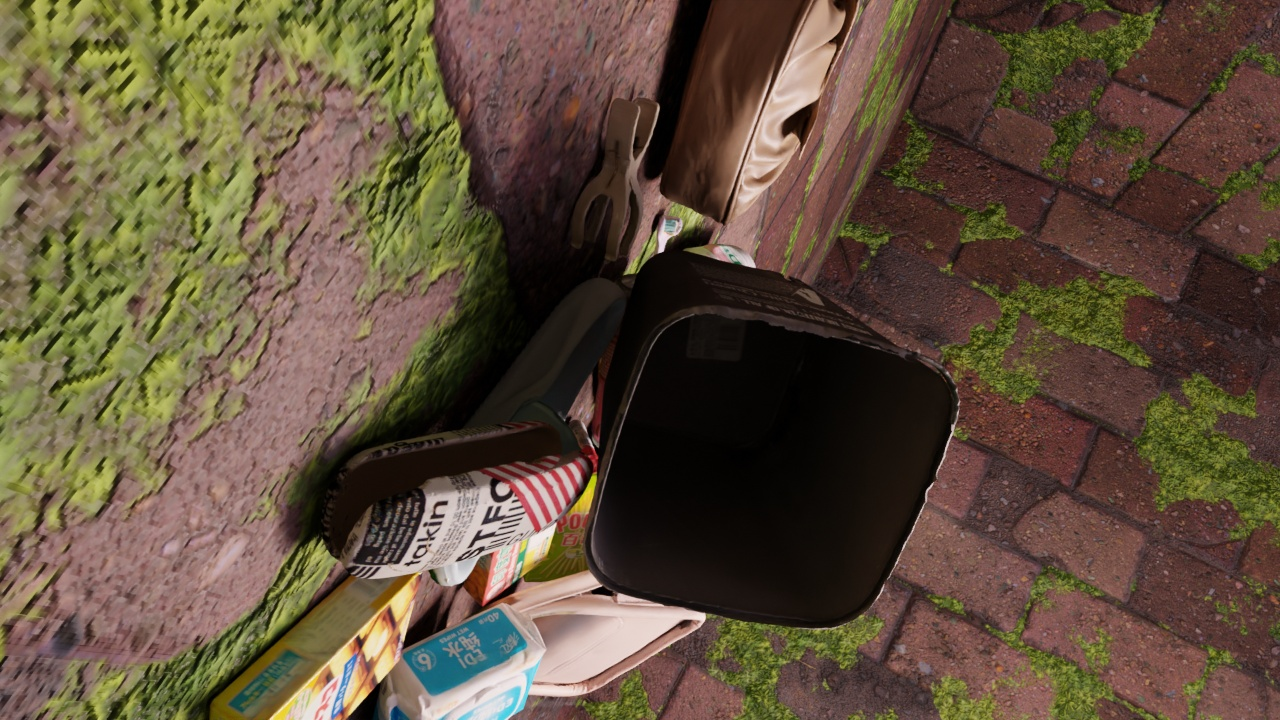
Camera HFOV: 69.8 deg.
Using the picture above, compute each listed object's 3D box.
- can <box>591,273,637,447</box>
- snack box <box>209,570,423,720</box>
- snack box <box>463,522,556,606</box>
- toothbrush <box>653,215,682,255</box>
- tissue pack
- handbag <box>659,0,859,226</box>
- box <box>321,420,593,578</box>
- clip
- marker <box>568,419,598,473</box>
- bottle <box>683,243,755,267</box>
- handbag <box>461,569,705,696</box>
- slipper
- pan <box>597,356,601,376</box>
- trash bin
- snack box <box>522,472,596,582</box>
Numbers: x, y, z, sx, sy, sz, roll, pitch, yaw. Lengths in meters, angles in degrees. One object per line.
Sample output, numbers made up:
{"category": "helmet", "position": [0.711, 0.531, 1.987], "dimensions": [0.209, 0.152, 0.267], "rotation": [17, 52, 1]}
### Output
{"category": "can", "position": [-0.005, 0.004, 0.767], "dimensions": [0.057, 0.058, 0.147], "rotation": [-42, 145, -61]}
{"category": "snack box", "position": [-0.180, 0.177, 0.513], "dimensions": [0.140, 0.034, 0.087], "rotation": [-42, 156, -57]}
{"category": "snack box", "position": [-0.098, 0.127, 0.740], "dimensions": [0.076, 0.027, 0.156], "rotation": [-32, 151, -41]}
{"category": "toothbrush", "position": [0.007, -0.033, 0.808], "dimensions": [0.029, 0.021, 0.189], "rotation": [-6, 114, -47]}
{"category": "tissue pack", "position": [-0.141, 0.255, 0.709], "dimensions": [0.139, 0.063, 0.090], "rotation": [-16, 137, -43]}
{"category": "handbag", "position": [0.087, -0.198, 0.661], "dimensions": [0.147, 0.100, 0.205], "rotation": [-59, 173, -36]}
{"category": "box", "position": [-0.102, 0.071, 0.506], "dimensions": [0.163, 0.076, 0.075], "rotation": [-10, 133, -51]}
{"category": "clip", "position": [-0.017, -0.111, 0.571], "dimensions": [0.076, 0.034, 0.104], "rotation": [-47, 157, -54]}
{"category": "marker", "position": [-0.049, 0.070, 0.771], "dimensions": [0.017, 0.017, 0.145], "rotation": [-63, -169, 3]}
{"category": "bottle", "position": [0.070, -0.089, 0.948], "dimensions": [0.068, 0.068, 0.196], "rotation": [-65, 165, 12]}
{"category": "handbag", "position": [-0.074, 0.246, 0.854], "dimensions": [0.194, 0.093, 0.233], "rotation": [-42, 149, 28]}
{"category": "slipper", "position": [-0.065, 0.049, 0.626], "dimensions": [0.244, 0.074, 0.104], "rotation": [-59, 170, -26]}
{"category": "pan", "position": [-0.025, 0.069, 0.940], "dimensions": [0.197, 0.078, 0.358], "rotation": [-61, 176, -28]}
{"category": "trash bin", "position": [0.067, 0.031, 0.633], "dimensions": [0.219, 0.199, 0.199], "rotation": [-102, -152, -67]}
{"category": "snack box", "position": [-0.060, 0.158, 0.897], "dimensions": [0.026, 0.085, 0.157], "rotation": [-112, -147, -46]}
